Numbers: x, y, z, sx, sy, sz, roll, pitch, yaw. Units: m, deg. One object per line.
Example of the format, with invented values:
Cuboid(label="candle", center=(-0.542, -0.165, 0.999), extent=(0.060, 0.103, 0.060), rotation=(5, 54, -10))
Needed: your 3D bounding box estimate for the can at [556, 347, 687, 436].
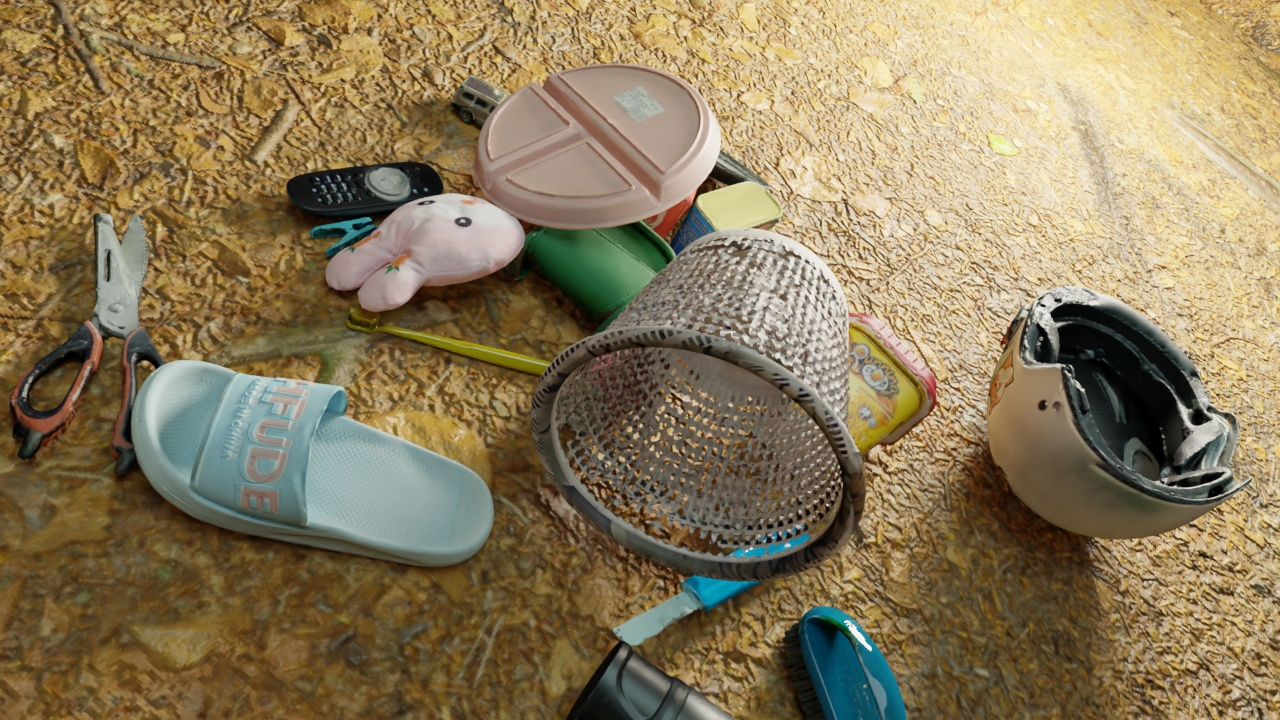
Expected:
Cuboid(label="can", center=(-0.005, 0.005, 0.773), extent=(0.058, 0.058, 0.146), rotation=(44, 49, 11))

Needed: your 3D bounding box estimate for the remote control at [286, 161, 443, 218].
Cuboid(label="remote control", center=(-0.238, -0.146, 0.797), extent=(0.136, 0.024, 0.053), rotation=(-16, 60, -36))

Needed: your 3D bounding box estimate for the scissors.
Cuboid(label="scissors", center=(-0.377, -0.020, 0.635), extent=(0.202, 0.015, 0.203), rotation=(39, 48, 6))

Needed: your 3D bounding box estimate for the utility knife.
Cuboid(label="utility knife", center=(0.060, 0.166, 0.690), extent=(0.215, 0.018, 0.034), rotation=(-15, 67, -43))

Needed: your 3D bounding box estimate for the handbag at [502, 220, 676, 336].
Cuboid(label="handbag", center=(-0.043, -0.082, 0.822), extent=(0.131, 0.068, 0.119), rotation=(42, 56, 7))

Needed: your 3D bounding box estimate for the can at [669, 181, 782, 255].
Cuboid(label="can", center=(0.080, -0.122, 0.896), extent=(0.101, 0.083, 0.057), rotation=(-24, 68, -38))

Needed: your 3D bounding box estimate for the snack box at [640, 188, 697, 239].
Cuboid(label="snack box", center=(0.007, -0.167, 0.893), extent=(0.080, 0.091, 0.081), rotation=(30, 48, -12))

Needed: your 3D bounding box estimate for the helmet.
Cuboid(label="helmet", center=(0.427, 0.064, 0.877), extent=(0.230, 0.157, 0.273), rotation=(29, 37, -2))

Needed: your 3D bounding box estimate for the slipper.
Cuboid(label="slipper", center=(-0.210, 0.068, 0.608), extent=(0.245, 0.074, 0.103), rotation=(22, 48, -14))

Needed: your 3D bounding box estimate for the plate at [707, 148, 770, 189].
Cuboid(label="plate", center=(0.055, -0.219, 0.961), extent=(0.179, 0.024, 0.179), rotation=(28, 18, -10))

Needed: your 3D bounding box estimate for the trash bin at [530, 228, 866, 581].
Cuboid(label="trash bin", center=(0.061, 0.014, 0.663), extent=(0.227, 0.228, 0.191), rotation=(30, 45, -3))

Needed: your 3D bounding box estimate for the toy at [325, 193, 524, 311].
Cuboid(label="toy", center=(-0.175, -0.091, 0.756), extent=(0.121, 0.054, 0.159), rotation=(27, 47, 33))

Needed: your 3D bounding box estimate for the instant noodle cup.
Cuboid(label="instant noodle cup", center=(0.174, 0.040, 0.807), extent=(0.123, 0.116, 0.116), rotation=(-35, 75, -29))

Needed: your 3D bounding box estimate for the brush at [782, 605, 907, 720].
Cuboid(label="brush", center=(0.154, 0.243, 0.656), extent=(0.055, 0.074, 0.143), rotation=(3, 53, -30))

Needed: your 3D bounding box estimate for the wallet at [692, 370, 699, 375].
Cuboid(label="wallet", center=(0.088, -0.031, 0.875), extent=(0.122, 0.020, 0.096), rotation=(-6, 58, -27))

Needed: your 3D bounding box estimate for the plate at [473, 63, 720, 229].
Cuboid(label="plate", center=(-0.042, -0.205, 0.839), extent=(0.229, 0.028, 0.229), rotation=(-4, 49, 4))

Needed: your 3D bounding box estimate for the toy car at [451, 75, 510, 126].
Cuboid(label="toy car", center=(-0.142, -0.249, 0.919), extent=(0.090, 0.035, 0.042), rotation=(29, 49, -7))

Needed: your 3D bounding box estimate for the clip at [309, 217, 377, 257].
Cuboid(label="clip", center=(-0.247, -0.106, 0.769), extent=(0.055, 0.013, 0.038), rotation=(-30, 73, -40))

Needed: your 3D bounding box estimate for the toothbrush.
Cuboid(label="toothbrush", center=(-0.142, -0.013, 0.746), extent=(0.190, 0.017, 0.015), rotation=(15, 50, -16))

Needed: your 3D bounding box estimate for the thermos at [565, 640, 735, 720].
Cuboid(label="thermos", center=(0.061, 0.288, 0.589), extent=(0.242, 0.068, 0.089), rotation=(35, 76, 5))
